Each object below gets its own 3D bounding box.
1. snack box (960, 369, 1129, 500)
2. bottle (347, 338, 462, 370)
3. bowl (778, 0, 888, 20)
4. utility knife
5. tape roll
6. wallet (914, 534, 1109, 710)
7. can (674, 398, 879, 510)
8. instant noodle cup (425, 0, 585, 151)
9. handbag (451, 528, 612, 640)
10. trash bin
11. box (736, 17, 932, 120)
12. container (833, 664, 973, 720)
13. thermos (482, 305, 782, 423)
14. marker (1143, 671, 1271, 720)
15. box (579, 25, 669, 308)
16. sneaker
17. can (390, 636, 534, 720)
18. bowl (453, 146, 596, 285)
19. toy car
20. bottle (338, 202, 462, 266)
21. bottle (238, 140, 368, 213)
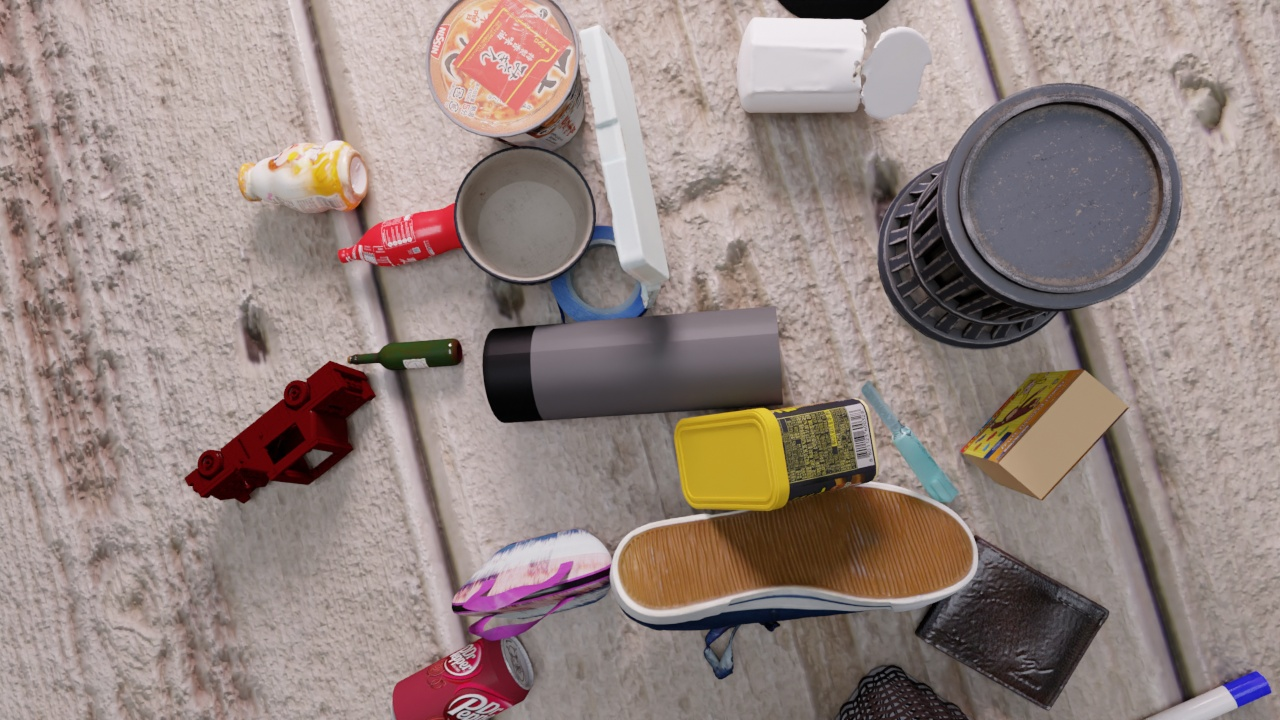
[{"bbox_3d":[0.304,0.055,0.704,0.040,0.125,0.088,42,94,7],"label":"snack box"},{"bbox_3d":[-0.215,-0.004,0.831,0.106,0.025,0.025,-4,87,8],"label":"bottle"},{"bbox_3d":[0.167,-0.354,0.774,0.124,0.052,0.124,0,88,8],"label":"bowl"},{"bbox_3d":[0.212,0.068,0.720,0.022,0.015,0.168,-34,127,12],"label":"utility knife"},{"bbox_3d":[-0.032,-0.073,0.811,0.093,0.016,0.091,-9,87,8],"label":"tape roll"},{"bbox_3d":[0.303,0.214,0.749,0.120,0.031,0.099,30,96,7],"label":"wallet"},{"bbox_3d":[0.104,0.072,0.717,0.100,0.131,0.072,-7,86,-29],"label":"can"},{"bbox_3d":[-0.100,-0.232,0.773,0.124,0.121,0.123,0,88,8],"label":"instant noodle cup"},{"bbox_3d":[-0.089,0.185,0.733,0.145,0.170,0.068,-15,86,7],"label":"handbag"},{"bbox_3d":[0.270,-0.096,0.663,0.164,0.227,0.164,0,88,8],"label":"trash bin"},{"bbox_3d":[0.160,-0.240,0.755,0.161,0.091,0.081,2,107,6],"label":"box"},{"bbox_3d":[0.214,0.394,0.646,0.247,0.243,0.245,34,93,8],"label":"container"},{"bbox_3d":[-0.005,0.005,0.772,0.240,0.082,0.082,-4,87,8],"label":"thermos"},{"bbox_3d":[0.429,0.286,0.732,0.141,0.020,0.020,-27,85,6],"label":"marker"},{"bbox_3d":[-0.009,-0.151,0.738,0.043,0.136,0.197,-11,78,6],"label":"box"},{"bbox_3d":[0.124,0.182,0.757,0.294,0.127,0.120,-6,60,-2],"label":"sneaker"},{"bbox_3d":[-0.154,0.285,0.793,0.114,0.063,0.063,-29,84,6],"label":"can"},{"bbox_3d":[-0.097,-0.116,0.777,0.115,0.059,0.115,1,83,-5],"label":"bowl"},{"bbox_3d":[-0.315,0.075,0.819,0.170,0.070,0.062,-38,72,5],"label":"toy car"},{"bbox_3d":[-0.204,-0.110,0.824,0.142,0.042,0.042,-13,86,7],"label":"bottle"},{"bbox_3d":[-0.306,-0.165,0.831,0.109,0.063,0.063,-2,88,9],"label":"bottle"}]
